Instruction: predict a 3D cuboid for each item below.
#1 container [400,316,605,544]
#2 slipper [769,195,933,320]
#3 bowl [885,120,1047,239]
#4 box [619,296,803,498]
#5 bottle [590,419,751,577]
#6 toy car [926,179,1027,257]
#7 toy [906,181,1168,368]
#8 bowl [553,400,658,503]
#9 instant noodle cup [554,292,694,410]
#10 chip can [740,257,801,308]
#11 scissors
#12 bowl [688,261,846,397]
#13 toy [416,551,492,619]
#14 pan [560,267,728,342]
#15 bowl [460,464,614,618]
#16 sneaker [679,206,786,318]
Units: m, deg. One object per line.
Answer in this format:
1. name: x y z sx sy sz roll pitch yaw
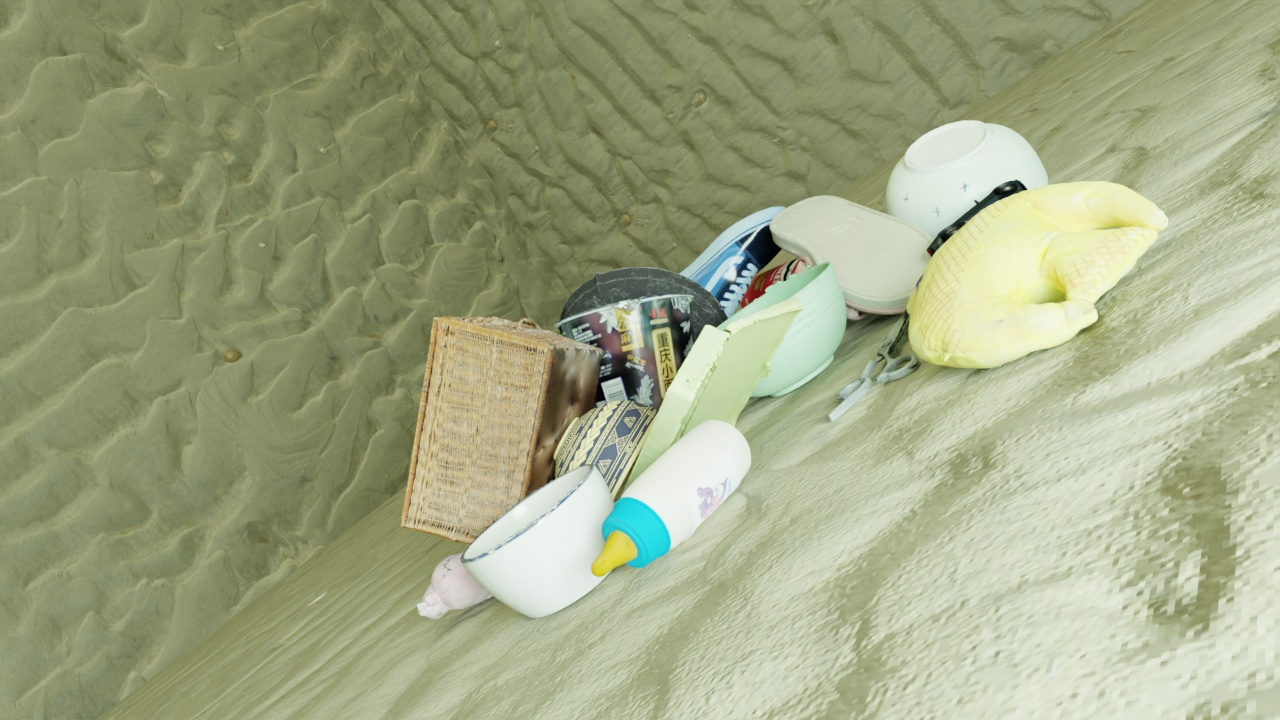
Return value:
1. container: -0.117 0.062 0.798 0.113 0.198 0.113 13 5 21
2. slipper: 0.209 -0.100 0.907 0.114 0.054 0.274 -27 29 -1
3. bowl: 0.310 -0.182 0.901 0.154 0.073 0.153 -24 32 16
4. box: 0.044 0.033 0.698 0.140 0.044 0.188 -34 -19 -28
5. bottle: 0.017 0.094 0.599 0.145 0.051 0.051 -38 7 -39
6. toy car: 0.297 -0.113 0.795 0.112 0.046 0.034 -37 8 -16
7. toy: 0.230 -0.052 0.572 0.170 0.064 0.155 -44 20 -24
8. bowl: -0.035 0.078 0.754 0.112 0.061 0.112 -61 -5 -10
9. instant noodle cup: -0.005 0.005 0.881 0.137 0.112 0.137 -11 -4 -1
10. chip can: 0.186 -0.085 1.100 0.073 0.073 0.233 -35 4 -10
11. scissors: 0.177 -0.001 0.691 0.095 0.014 0.170 -32 8 15
12. bowl: 0.123 -0.017 0.817 0.151 0.077 0.151 -34 5 3
13. toy: -0.140 0.184 0.788 0.110 0.047 0.063 -20 -5 -5
14. pan: -0.062 0.005 1.105 0.358 0.207 0.040 -22 38 24
15. bowl: -0.063 0.133 0.660 0.116 0.065 0.116 -34 5 3
16. sneaker: 0.103 -0.080 1.114 0.241 0.098 0.083 -38 -34 12
